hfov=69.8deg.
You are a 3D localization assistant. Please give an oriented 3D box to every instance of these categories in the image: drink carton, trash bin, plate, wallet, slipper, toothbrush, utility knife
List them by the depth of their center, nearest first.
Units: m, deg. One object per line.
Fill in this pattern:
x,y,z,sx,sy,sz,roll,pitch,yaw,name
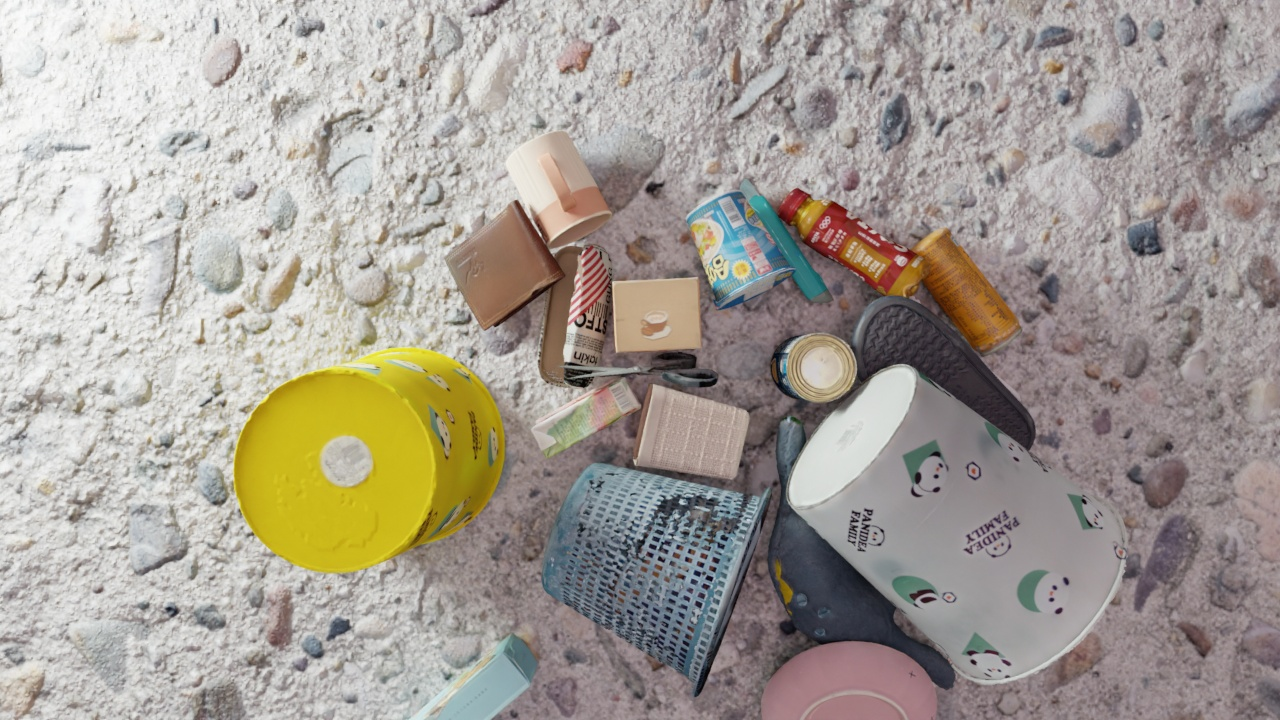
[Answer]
0.301,0.151,0.917,0.252,0.229,0.229,39,90,-8,trash bin
-0.271,0.098,0.935,0.229,0.255,0.229,0,90,0,trash bin
0.011,0.208,0.970,0.195,0.226,0.226,20,90,12,trash bin
0.230,0.392,1.004,0.192,0.039,0.193,1,116,3,plate
-0.154,-0.105,1.022,0.125,0.032,0.101,-32,89,29,wallet
0.328,0.028,1.031,0.268,0.083,0.111,38,96,-18,slipper
-0.062,0.063,1.036,0.122,0.053,0.045,-29,88,0,drink carton
0.370,-0.014,1.055,0.180,0.016,0.016,41,84,1,toothbrush
0.165,-0.136,1.056,0.029,0.013,0.174,-32,87,-2,utility knife

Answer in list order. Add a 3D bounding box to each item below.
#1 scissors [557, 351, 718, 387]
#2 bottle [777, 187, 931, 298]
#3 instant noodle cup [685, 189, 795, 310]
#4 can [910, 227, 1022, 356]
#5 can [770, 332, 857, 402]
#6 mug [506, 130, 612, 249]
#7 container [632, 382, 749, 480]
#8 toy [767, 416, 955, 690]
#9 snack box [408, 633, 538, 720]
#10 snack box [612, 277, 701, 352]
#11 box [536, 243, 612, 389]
0.004,0.011,0.996,0.163,0.164,0.014,17,110,21,scissors
0.234,-0.130,1.021,0.175,0.057,0.057,36,90,15,bottle
0.104,-0.126,1.020,0.099,0.099,0.110,-25,84,0,instant noodle cup
0.362,-0.078,1.033,0.058,0.058,0.146,-38,90,0,can
0.188,0.008,1.006,0.075,0.111,0.075,0,90,0,can
-0.092,-0.190,1.005,0.081,0.114,0.106,-28,88,0,mug
0.055,0.081,1.020,0.111,0.090,0.090,13,90,-3,container
0.215,0.234,1.016,0.138,0.091,0.356,-29,93,-2,toy
-0.197,0.386,1.026,0.175,0.074,0.051,-40,91,0,snack box
0.017,-0.048,1.015,0.093,0.094,0.077,-2,90,-1,snack box
-0.078,-0.050,1.038,0.086,0.076,0.163,4,87,34,box
